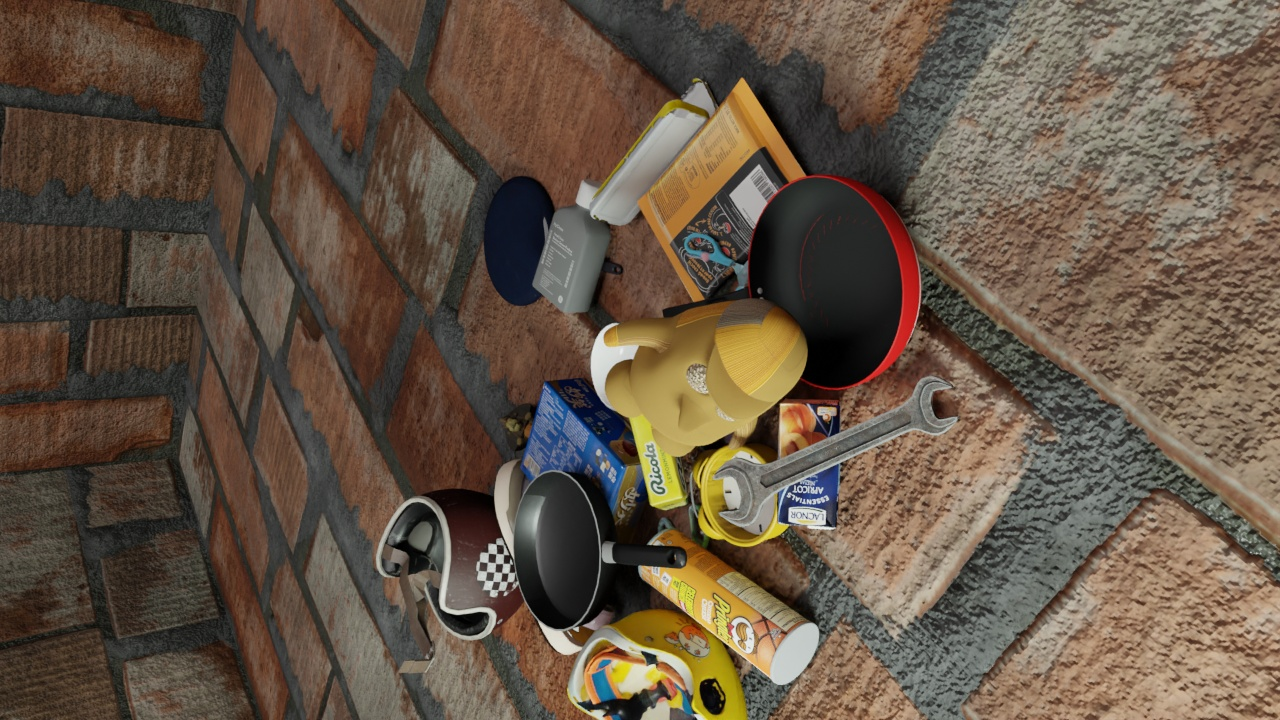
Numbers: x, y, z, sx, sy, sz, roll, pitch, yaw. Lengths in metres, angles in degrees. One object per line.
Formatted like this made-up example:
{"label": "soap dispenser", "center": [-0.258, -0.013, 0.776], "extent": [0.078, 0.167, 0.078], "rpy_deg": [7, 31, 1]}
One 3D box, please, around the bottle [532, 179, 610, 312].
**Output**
{"label": "bottle", "center": [-0.087, -0.160, 1.250], "extent": [0.084, 0.046, 0.174], "rpy_deg": [40, 122, 37]}

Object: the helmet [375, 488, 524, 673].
{"label": "helmet", "center": [-0.282, 0.313, 1.388], "extent": [0.234, 0.253, 0.233], "rpy_deg": [10, 86, 45]}

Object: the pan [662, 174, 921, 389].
{"label": "pan", "center": [0.146, -0.072, 0.965], "extent": [0.357, 0.067, 0.209], "rpy_deg": [-7, 95, 58]}

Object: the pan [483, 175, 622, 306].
{"label": "pan", "center": [-0.141, -0.164, 1.358], "extent": [0.357, 0.021, 0.199], "rpy_deg": [21, 110, 47]}

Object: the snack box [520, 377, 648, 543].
{"label": "snack box", "center": [-0.074, 0.143, 1.261], "extent": [0.203, 0.069, 0.155], "rpy_deg": [43, 124, 41]}

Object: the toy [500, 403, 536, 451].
{"label": "toy", "center": [-0.169, 0.105, 1.387], "extent": [0.100, 0.062, 0.076], "rpy_deg": [17, 87, 44]}

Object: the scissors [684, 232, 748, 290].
{"label": "scissors", "center": [0.102, -0.090, 1.045], "extent": [0.135, 0.015, 0.136], "rpy_deg": [29, 128, 32]}

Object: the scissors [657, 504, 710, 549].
{"label": "scissors", "center": [0.072, 0.258, 1.134], "extent": [0.170, 0.028, 0.139], "rpy_deg": [56, 131, 26]}

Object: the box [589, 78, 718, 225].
{"label": "box", "center": [0.005, -0.251, 1.122], "extent": [0.210, 0.080, 0.079], "rpy_deg": [-44, 62, 45]}

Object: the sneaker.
{"label": "sneaker", "center": [-0.116, 0.261, 1.315], "extent": [0.117, 0.111, 0.293], "rpy_deg": [-32, 65, 24]}

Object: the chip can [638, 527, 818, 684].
{"label": "chip can", "center": [0.095, 0.274, 1.045], "extent": [0.215, 0.075, 0.075], "rpy_deg": [28, 115, 43]}

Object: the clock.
{"label": "clock", "center": [0.113, 0.152, 1.046], "extent": [0.152, 0.052, 0.113], "rpy_deg": [-11, 85, 47]}

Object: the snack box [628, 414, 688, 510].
{"label": "snack box", "center": [0.026, 0.113, 1.081], "extent": [0.181, 0.045, 0.121], "rpy_deg": [61, -165, -76]}

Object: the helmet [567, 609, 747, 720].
{"label": "helmet", "center": [0.045, 0.401, 1.087], "extent": [0.240, 0.139, 0.210], "rpy_deg": [51, 133, 16]}

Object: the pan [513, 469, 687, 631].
{"label": "pan", "center": [-0.051, 0.235, 1.134], "extent": [0.357, 0.044, 0.204], "rpy_deg": [-11, 78, 51]}

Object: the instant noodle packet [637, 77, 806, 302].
{"label": "instant noodle packet", "center": [0.090, -0.185, 1.050], "extent": [0.221, 0.032, 0.159], "rpy_deg": [-43, 69, 44]}

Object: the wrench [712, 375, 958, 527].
{"label": "wrench", "center": [0.185, 0.091, 0.907], "extent": [0.274, 0.010, 0.070], "rpy_deg": [-29, 81, 28]}

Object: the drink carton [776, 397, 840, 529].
{"label": "drink carton", "center": [0.174, 0.106, 0.950], "extent": [0.064, 0.040, 0.130], "rpy_deg": [2, 96, 16]}

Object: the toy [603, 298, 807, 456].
{"label": "toy", "center": [0.077, 0.014, 0.924], "extent": [0.204, 0.198, 0.162], "rpy_deg": [-28, 27, 47]}

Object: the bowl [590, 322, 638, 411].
{"label": "bowl", "center": [-0.007, 0.007, 1.170], "extent": [0.114, 0.063, 0.113], "rpy_deg": [7, 99, 51]}

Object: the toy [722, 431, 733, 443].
{"label": "toy", "center": [0.109, 0.047, 1.048], "extent": [0.080, 0.036, 0.100], "rpy_deg": [55, 131, 44]}
